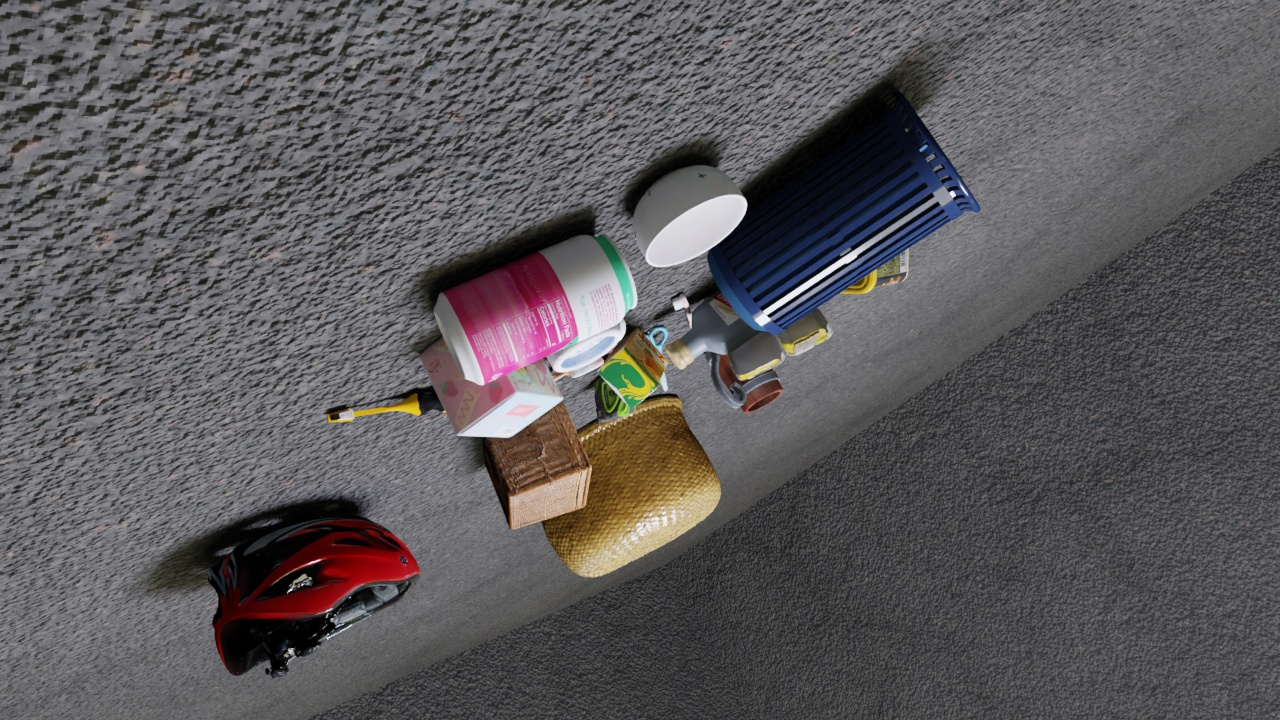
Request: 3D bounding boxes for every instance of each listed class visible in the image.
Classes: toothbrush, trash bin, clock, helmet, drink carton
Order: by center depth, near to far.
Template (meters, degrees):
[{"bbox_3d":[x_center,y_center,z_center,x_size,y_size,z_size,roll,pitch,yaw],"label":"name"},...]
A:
[{"bbox_3d":[0.197,-0.139,0.941,0.250,0.139,0.139,-34,162,21],"label":"trash bin"},{"bbox_3d":[-0.232,0.045,0.963,0.196,0.031,0.031,-9,179,-39],"label":"toothbrush"},{"bbox_3d":[-0.062,-0.027,0.990,0.089,0.052,0.125,-33,166,10],"label":"clock"},{"bbox_3d":[-0.006,0.006,1.081,0.041,0.058,0.122,-41,-174,15],"label":"drink carton"},{"bbox_3d":[-0.395,0.280,1.127,0.218,0.167,0.271,-36,162,20],"label":"helmet"},{"bbox_3d":[0.062,-0.051,1.177,0.018,0.015,0.181,-24,163,4],"label":"toothbrush"}]

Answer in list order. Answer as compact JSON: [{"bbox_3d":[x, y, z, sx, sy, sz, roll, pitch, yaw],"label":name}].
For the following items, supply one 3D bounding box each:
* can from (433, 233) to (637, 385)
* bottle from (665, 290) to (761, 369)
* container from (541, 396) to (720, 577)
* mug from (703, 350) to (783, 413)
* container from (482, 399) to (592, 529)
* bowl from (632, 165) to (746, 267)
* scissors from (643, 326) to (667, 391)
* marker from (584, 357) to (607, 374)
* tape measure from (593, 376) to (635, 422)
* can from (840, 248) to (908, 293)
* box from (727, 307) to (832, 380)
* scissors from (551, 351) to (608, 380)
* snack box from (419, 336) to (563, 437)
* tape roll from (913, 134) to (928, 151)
[{"bbox_3d":[-0.093,-0.048,0.815,0.165,0.088,0.088,-25,162,-14],"label":"can"},{"bbox_3d":[0.104,-0.048,1.122,0.161,0.072,0.046,-35,145,-5],"label":"bottle"},{"bbox_3d":[-0.019,0.215,1.505,0.306,0.196,0.307,-28,164,-9],"label":"container"},{"bbox_3d":[0.140,0.016,1.323,0.117,0.111,0.082,-10,155,-47],"label":"mug"},{"bbox_3d":[-0.141,0.141,1.231,0.112,0.113,0.199,-19,159,-15],"label":"container"},{"bbox_3d":[0.039,-0.137,0.834,0.105,0.054,0.105,-24,162,-9],"label":"bowl"},{"bbox_3d":[0.021,0.002,1.204,0.056,0.015,0.137,-40,150,-14],"label":"scissors"},{"bbox_3d":[-0.025,-0.001,1.173,0.123,0.017,0.021,-13,156,-42],"label":"marker"},{"bbox_3d":[-0.031,0.046,1.218,0.059,0.065,0.035,-12,173,37],"label":"tape measure"},{"bbox_3d":[0.235,-0.121,1.074,0.131,0.072,0.100,7,-167,40],"label":"can"},{"bbox_3d":[0.161,-0.043,1.148,0.127,0.023,0.209,-32,-159,10],"label":"box"},{"bbox_3d":[-0.075,0.009,1.070,0.125,0.011,0.129,-32,-171,-33],"label":"scissors"},{"bbox_3d":[-0.145,0.016,0.902,0.080,0.094,0.093,-35,161,17],"label":"snack box"},{"bbox_3d":[0.285,-0.220,1.048,0.091,0.016,0.093,-25,162,-15],"label":"tape roll"}]
